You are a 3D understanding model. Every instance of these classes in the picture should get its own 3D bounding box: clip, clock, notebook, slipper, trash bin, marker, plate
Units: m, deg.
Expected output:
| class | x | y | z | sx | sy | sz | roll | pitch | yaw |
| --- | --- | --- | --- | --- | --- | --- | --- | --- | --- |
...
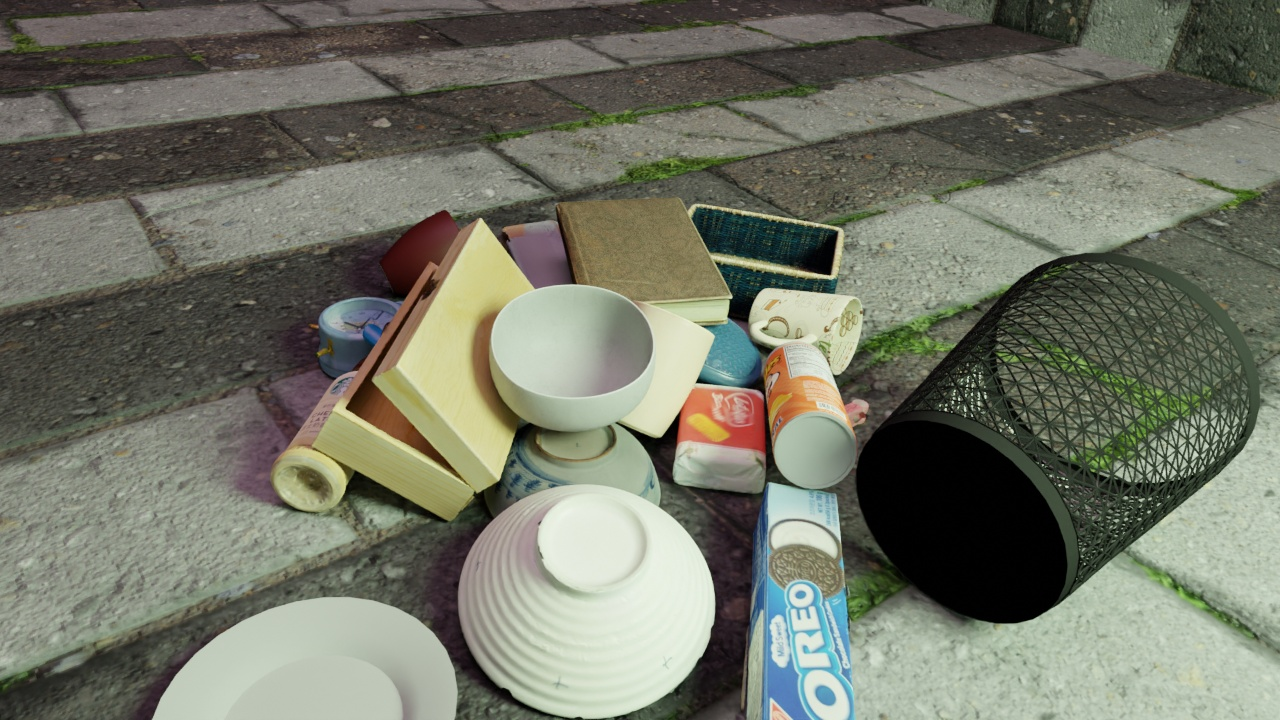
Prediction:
| class | x | y | z | sx | sy | sz | roll | pitch | yaw |
| --- | --- | --- | --- | --- | --- | --- | --- | --- | --- |
| clip | 0.190 | 0.059 | 0.856 | 0.058 | 0.038 | 0.022 | -21 | 37 | -33 |
| clock | -0.253 | -0.024 | 0.888 | 0.124 | 0.052 | 0.088 | -9 | 33 | -21 |
| notebook | -0.022 | -0.102 | 0.933 | 0.190 | 0.035 | 0.215 | -3 | 37 | -12 |
| slipper | 0.021 | -0.023 | 0.913 | 0.214 | 0.059 | 0.103 | 22 | 40 | 16 |
| trash bin | 0.304 | 0.063 | 0.701 | 0.242 | 0.217 | 0.217 | -30 | 46 | -33 |
| marker | -0.203 | 0.011 | 0.830 | 0.123 | 0.015 | 0.018 | 40 | 50 | 2 |
| plate | -0.198 | 0.214 | 0.550 | 0.173 | 0.019 | 0.172 | 4 | 32 | -2 |

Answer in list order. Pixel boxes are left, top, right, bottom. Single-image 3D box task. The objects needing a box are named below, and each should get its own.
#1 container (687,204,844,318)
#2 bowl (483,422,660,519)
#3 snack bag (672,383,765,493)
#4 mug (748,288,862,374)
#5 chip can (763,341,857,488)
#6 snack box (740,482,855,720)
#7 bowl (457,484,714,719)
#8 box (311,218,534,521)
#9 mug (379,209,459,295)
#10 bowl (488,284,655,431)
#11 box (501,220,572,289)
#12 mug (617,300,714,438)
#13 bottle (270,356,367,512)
| class | x | y | z | sx | sy | sz | roll | pitch | yaw |
| --- | --- | --- | --- | --- | --- | --- | --- | --- | --- |
| container | 0.132 | -0.109 | 1.057 | 0.187 | 0.071 | 0.145 | 11 | 33 | 10 |
| bowl | -0.054 | 0.083 | 0.742 | 0.150 | 0.057 | 0.150 | 4 | 33 | -3 |
| snack bag | 0.070 | 0.066 | 0.806 | 0.077 | 0.036 | 0.115 | 6 | 32 | 3 |
| mug | 0.156 | -0.031 | 0.933 | 0.097 | 0.081 | 0.121 | 17 | 25 | 30 |
| chip can | 0.140 | 0.039 | 0.783 | 0.062 | 0.062 | 0.210 | 8 | 16 | 3 |
| snack box | 0.105 | 0.176 | 0.620 | 0.059 | 0.060 | 0.225 | 11 | 32 | 3 |
| bowl | -0.033 | 0.137 | 0.609 | 0.177 | 0.071 | 0.177 | 4 | 47 | -4 |
| box | -0.149 | -0.003 | 0.774 | 0.140 | 0.123 | 0.248 | 30 | 32 | -12 |
| mug | -0.239 | -0.108 | 1.012 | 0.088 | 0.087 | 0.114 | -26 | 13 | -14 |
| bowl | -0.055 | 0.005 | 0.740 | 0.132 | 0.064 | 0.131 | 3 | 46 | -3 |
| box | -0.066 | -0.098 | 1.053 | 0.153 | 0.058 | 0.216 | -7 | 34 | -16 |
| mug | -0.005 | 0.005 | 0.812 | 0.111 | 0.104 | 0.085 | 22 | -4 | 5 |
| bottle | -0.246 | 0.053 | 0.761 | 0.056 | 0.057 | 0.161 | 7 | 32 | 3 |
